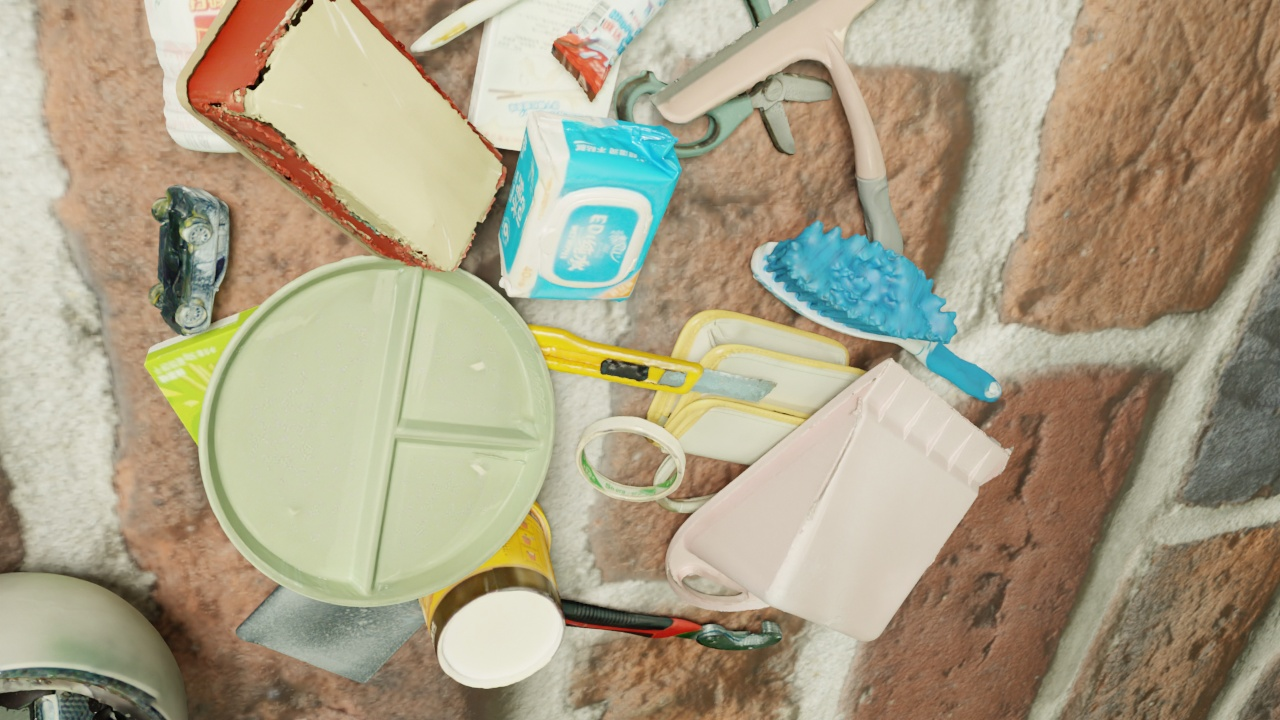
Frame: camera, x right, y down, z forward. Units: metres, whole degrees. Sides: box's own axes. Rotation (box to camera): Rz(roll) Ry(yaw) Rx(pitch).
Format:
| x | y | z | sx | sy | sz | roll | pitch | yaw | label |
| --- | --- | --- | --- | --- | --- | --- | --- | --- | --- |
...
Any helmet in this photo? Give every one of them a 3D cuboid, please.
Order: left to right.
| x | y | z | sx | sy | sz | roll | pitch | yaw | label |
| --- | --- | --- | --- | --- | --- | --- | --- | --- | --- |
| -0.417 | 0.234 | 0.585 | 0.274 | 0.156 | 0.230 | -39 | 126 | 16 | helmet |

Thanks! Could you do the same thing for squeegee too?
| x | y | z | sx | sy | sz | roll | pitch | yaw | label |
| --- | --- | --- | --- | --- | --- | --- | --- | --- | --- |
| 0.159 | -0.145 | 0.658 | 0.247 | 0.040 | 0.250 | -37 | 129 | -9 | squeegee |

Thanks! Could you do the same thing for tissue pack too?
| x | y | z | sx | sy | sz | roll | pitch | yaw | label |
| --- | --- | --- | --- | --- | --- | --- | --- | --- | --- |
| -0.035 | -0.092 | 0.584 | 0.090 | 0.063 | 0.140 | 1 | 142 | -21 | tissue pack |

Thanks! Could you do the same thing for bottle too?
| x | y | z | sx | sy | sz | roll | pitch | yaw | label |
| --- | --- | --- | --- | --- | --- | --- | --- | --- | --- |
| -0.222 | -0.210 | 0.469 | 0.068 | 0.068 | 0.197 | -7 | 116 | -18 | bottle |

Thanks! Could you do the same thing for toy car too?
| x | y | z | sx | sy | sz | roll | pitch | yaw | label |
| --- | --- | --- | --- | --- | --- | --- | --- | --- | --- |
| -0.269 | -0.059 | 0.548 | 0.034 | 0.043 | 0.091 | -14 | 123 | -54 | toy car |

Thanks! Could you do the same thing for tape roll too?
| x | y | z | sx | sy | sz | roll | pitch | yaw | label |
| --- | --- | --- | --- | --- | --- | --- | --- | --- | --- |
| -0.008 | 0.078 | 0.715 | 0.086 | 0.013 | 0.086 | 7 | 132 | 7 | tape roll |

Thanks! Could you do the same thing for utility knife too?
| x | y | z | sx | sy | sz | roll | pitch | yaw | label |
| --- | --- | --- | --- | --- | --- | --- | --- | --- | --- |
| -0.004 | 0.004 | 0.659 | 0.209 | 0.015 | 0.033 | 11 | 116 | -4 | utility knife |

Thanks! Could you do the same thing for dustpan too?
| x | y | z | sx | sy | sz | roll | pitch | yaw | label |
| --- | --- | --- | --- | --- | --- | --- | --- | --- | --- |
| 0.151 | 0.124 | 0.785 | 0.222 | 0.139 | 0.273 | 34 | 88 | -39 | dustpan |

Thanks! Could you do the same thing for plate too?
| x | y | z | sx | sy | sz | roll | pitch | yaw | label |
| --- | --- | --- | --- | --- | --- | --- | --- | --- | --- |
| -0.163 | 0.046 | 0.599 | 0.229 | 0.027 | 0.230 | -4 | 98 | -30 | plate |

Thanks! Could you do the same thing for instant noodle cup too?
| x | y | z | sx | sy | sz | roll | pitch | yaw | label |
| --- | --- | --- | --- | --- | --- | --- | --- | --- | --- |
| -0.114 | 0.170 | 0.689 | 0.118 | 0.114 | 0.119 | -10 | 120 | -17 | instant noodle cup |

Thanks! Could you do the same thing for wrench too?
| x | y | z | sx | sy | sz | roll | pitch | yaw | label |
| --- | --- | --- | --- | --- | --- | --- | --- | --- | --- |
| 0.008 | 0.237 | 0.825 | 0.273 | 0.016 | 0.056 | 14 | 138 | -24 | wrench |

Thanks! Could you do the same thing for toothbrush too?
| x | y | z | sx | sy | sz | roll | pitch | yaw | label |
| --- | --- | --- | --- | --- | --- | --- | --- | --- | --- |
| -0.049 | -0.227 | 0.522 | 0.191 | 0.016 | 0.018 | -31 | 113 | -3 | toothbrush |

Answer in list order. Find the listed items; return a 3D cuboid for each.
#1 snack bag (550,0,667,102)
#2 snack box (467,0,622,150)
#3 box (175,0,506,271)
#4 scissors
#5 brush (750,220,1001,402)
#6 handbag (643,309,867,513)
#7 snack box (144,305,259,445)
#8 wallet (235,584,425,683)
| x | y | z | sx | sy | sz | roll | pitch | yaw | label |
| --- | --- | --- | --- | --- | --- | --- | --- | --- | --- |
| -0.008 | -0.207 | 0.543 | 0.104 | 0.026 | 0.048 | -45 | 138 | 6 | snack bag |
| -0.051 | -0.204 | 0.559 | 0.084 | 0.027 | 0.157 | 5 | 116 | -24 | snack box |
| -0.146 | -0.118 | 0.494 | 0.091 | 0.076 | 0.168 | -65 | 147 | -13 | box |
| 0.064 | -0.210 | 0.601 | 0.170 | 0.019 | 0.181 | -7 | 119 | -25 | scissors |
| 0.216 | -0.025 | 0.734 | 0.314 | 0.110 | 0.060 | 23 | 81 | -23 | brush |
| 0.086 | 0.059 | 0.742 | 0.163 | 0.063 | 0.179 | 13 | 116 | -25 | handbag |
| -0.251 | 0.043 | 0.619 | 0.085 | 0.026 | 0.156 | -22 | 123 | -8 | snack box |
| -0.235 | 0.202 | 0.720 | 0.097 | 0.019 | 0.121 | -45 | 125 | 9 | wallet |
